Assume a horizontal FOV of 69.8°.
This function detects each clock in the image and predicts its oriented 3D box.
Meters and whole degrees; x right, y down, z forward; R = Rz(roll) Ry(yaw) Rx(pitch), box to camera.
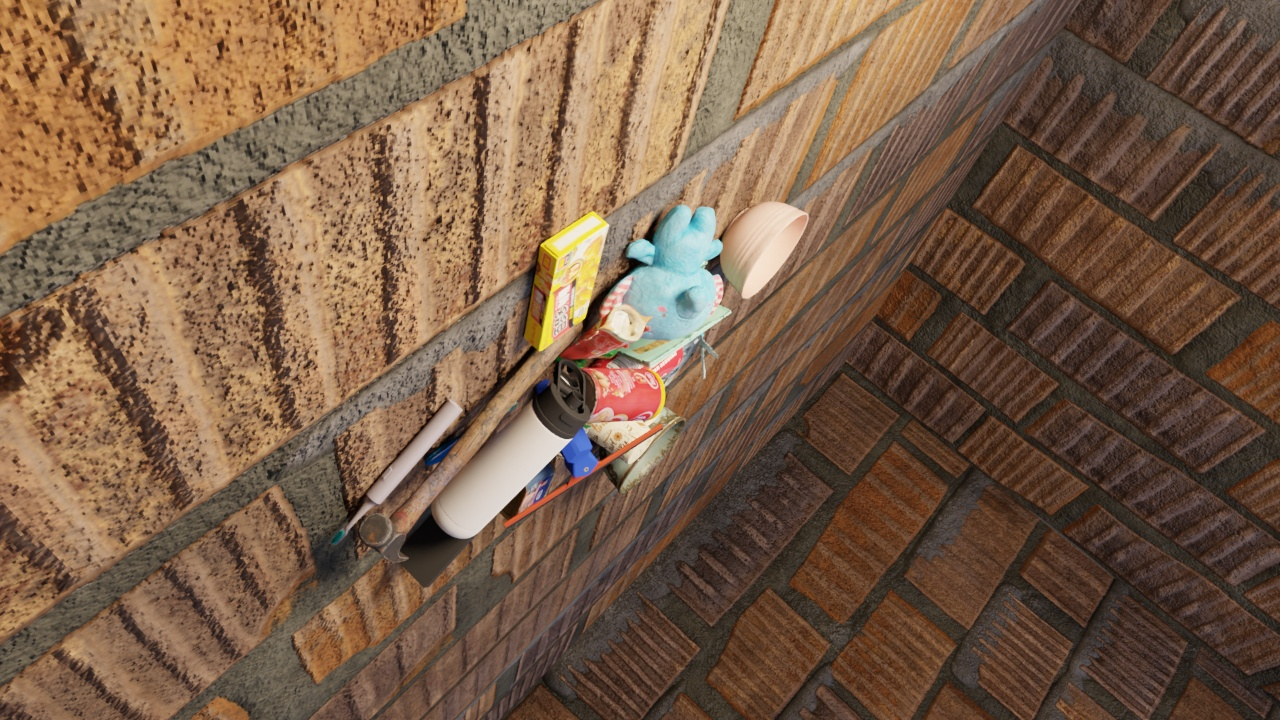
[{"bbox_3d":[0.047,-0.029,1.361,0.088,0.051,0.125,-32,155,-38],"label":"clock"}]

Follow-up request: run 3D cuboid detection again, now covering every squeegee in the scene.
[{"bbox_3d":[-0.091,0.097,1.166,0.249,0.055,0.185,-32,129,-13],"label":"squeegee"}]

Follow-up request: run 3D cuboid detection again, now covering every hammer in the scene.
[{"bbox_3d":[-0.172,0.077,0.995,0.329,0.033,0.120,-51,168,-18],"label":"hammer"}]

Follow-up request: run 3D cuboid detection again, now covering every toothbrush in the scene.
[{"bbox_3d":[-0.250,0.115,0.935,0.188,0.018,0.019,-49,167,-2],"label":"toothbrush"},{"bbox_3d":[-0.188,0.079,1.027,0.132,0.016,0.021,-40,150,-34],"label":"toothbrush"}]

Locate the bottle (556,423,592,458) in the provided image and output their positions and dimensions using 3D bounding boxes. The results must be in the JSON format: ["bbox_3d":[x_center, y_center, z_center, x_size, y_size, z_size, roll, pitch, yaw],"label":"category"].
[{"bbox_3d":[-0.090,0.088,1.283,0.110,0.042,0.042,-56,164,26],"label":"bottle"}]

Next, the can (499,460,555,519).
[{"bbox_3d":[-0.162,0.170,1.252,0.058,0.054,0.100,-34,158,-42],"label":"can"}]

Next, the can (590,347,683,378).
[{"bbox_3d":[-0.007,0.007,1.254,0.142,0.074,0.075,-39,162,-35],"label":"can"}]

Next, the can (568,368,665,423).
[{"bbox_3d":[-0.033,0.043,1.131,0.124,0.066,0.067,1,130,-46],"label":"can"}]

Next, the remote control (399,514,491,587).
[{"bbox_3d":[-0.237,0.211,1.129,0.133,0.058,0.013,-47,165,-5],"label":"remote control"}]

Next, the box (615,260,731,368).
[{"bbox_3d":[0.047,-0.057,1.224,0.187,0.091,0.078,-35,160,-42],"label":"box"}]

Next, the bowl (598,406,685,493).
[{"bbox_3d":[-0.013,0.127,1.489,0.159,0.094,0.160,-45,165,-16],"label":"bowl"}]

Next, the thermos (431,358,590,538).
[{"bbox_3d":[-0.150,0.104,1.072,0.230,0.068,0.101,-44,-150,18],"label":"thermos"}]

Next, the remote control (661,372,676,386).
[{"bbox_3d":[0.017,0.035,1.493,0.133,0.022,0.050,-28,154,-54],"label":"remote control"}]

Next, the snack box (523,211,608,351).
[{"bbox_3d":[-0.078,-0.078,0.942,0.075,0.025,0.153,-39,162,-33],"label":"snack box"}]

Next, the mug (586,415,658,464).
[{"bbox_3d":[-0.021,0.087,1.364,0.121,0.097,0.081,-44,164,-20],"label":"mug"}]

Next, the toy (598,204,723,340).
[{"bbox_3d":[0.045,-0.095,1.086,0.183,0.114,0.181,-3,133,-34],"label":"toy"}]

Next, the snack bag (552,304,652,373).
[{"bbox_3d":[-0.049,-0.015,1.080,0.087,0.044,0.155,-7,163,-32],"label":"snack bag"}]

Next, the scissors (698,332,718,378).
[{"bbox_3d":[0.087,-0.028,1.410,0.014,0.130,0.117,2,160,-29],"label":"scissors"}]

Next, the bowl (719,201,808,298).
[{"bbox_3d":[0.165,-0.170,1.314,0.152,0.076,0.153,-46,165,-17],"label":"bowl"}]
